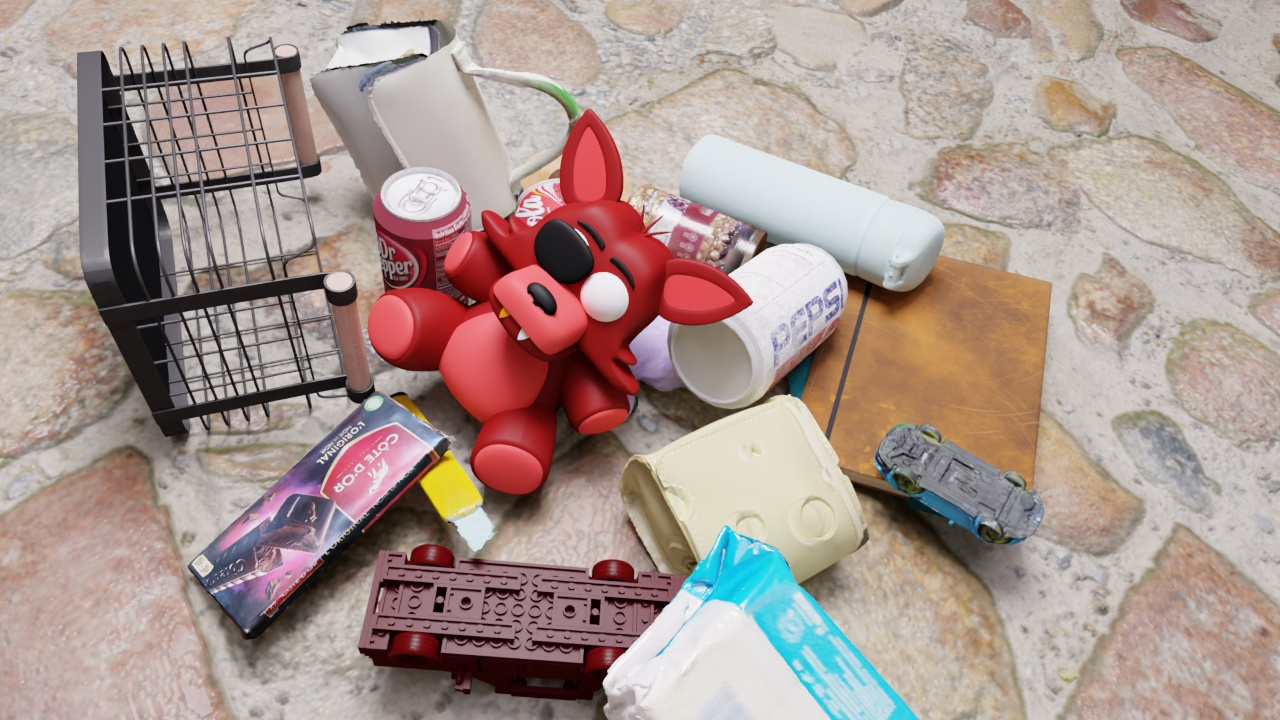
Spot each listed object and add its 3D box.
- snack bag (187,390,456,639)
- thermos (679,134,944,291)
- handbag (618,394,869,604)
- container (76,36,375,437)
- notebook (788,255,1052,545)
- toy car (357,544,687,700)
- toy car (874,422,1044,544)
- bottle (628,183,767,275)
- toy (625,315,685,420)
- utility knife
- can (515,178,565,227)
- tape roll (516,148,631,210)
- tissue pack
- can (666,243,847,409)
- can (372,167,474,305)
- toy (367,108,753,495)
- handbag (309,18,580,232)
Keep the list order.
[{"bbox_3d":[-0.188,0.086,0.540,0.075,0.018,0.155,27,62,35],"label":"snack bag"},{"bbox_3d":[0.133,-0.117,0.727,0.207,0.065,0.077,26,44,23],"label":"thermos"},{"bbox_3d":[0.065,0.089,0.563,0.119,0.081,0.111,-21,70,-26],"label":"handbag"},{"bbox_3d":[-0.266,-0.085,0.598,0.130,0.163,0.241,-12,55,-18],"label":"container"},{"bbox_3d":[0.202,0.007,0.675,0.178,0.014,0.248,16,51,12],"label":"notebook"},{"bbox_3d":[-0.062,0.147,0.509,0.170,0.062,0.070,6,51,-4],"label":"toy car"},{"bbox_3d":[0.199,0.080,0.582,0.105,0.032,0.048,29,55,19],"label":"toy car"},{"bbox_3d":[0.040,-0.094,0.719,0.105,0.056,0.056,24,52,11],"label":"bottle"},{"bbox_3d":[-0.004,0.004,0.650,0.099,0.037,0.080,-8,64,-10],"label":"toy"},{"bbox_3d":[-0.130,0.063,0.561,0.030,0.017,0.175,-30,36,-18],"label":"utility knife"},{"bbox_3d":[-0.054,-0.075,0.672,0.064,0.064,0.104,-10,67,-16],"label":"can"},{"bbox_3d":[-0.055,-0.135,0.756,0.094,0.027,0.093,4,51,-5],"label":"tape roll"},{"bbox_3d":[0.076,0.194,0.454,0.116,0.066,0.209,-39,90,-30],"label":"tissue pack"},{"bbox_3d":[0.084,-0.028,0.637,0.078,0.078,0.135,35,42,19],"label":"can"},{"bbox_3d":[-0.148,-0.073,0.637,0.063,0.114,0.063,4,51,-5],"label":"can"},{"bbox_3d":[-0.054,-0.030,0.569,0.158,0.198,0.120,51,19,4],"label":"toy"},{"bbox_3d":[-0.130,-0.166,0.665,0.176,0.151,0.073,-2,49,16],"label":"handbag"}]
